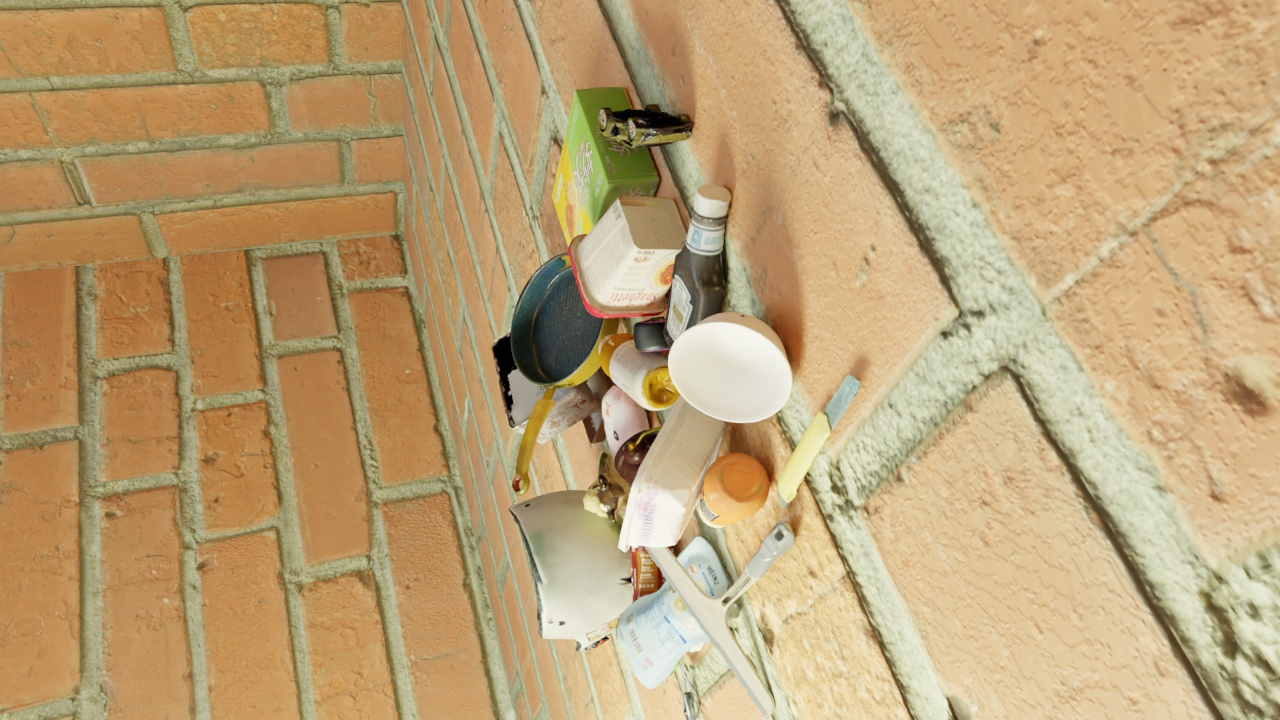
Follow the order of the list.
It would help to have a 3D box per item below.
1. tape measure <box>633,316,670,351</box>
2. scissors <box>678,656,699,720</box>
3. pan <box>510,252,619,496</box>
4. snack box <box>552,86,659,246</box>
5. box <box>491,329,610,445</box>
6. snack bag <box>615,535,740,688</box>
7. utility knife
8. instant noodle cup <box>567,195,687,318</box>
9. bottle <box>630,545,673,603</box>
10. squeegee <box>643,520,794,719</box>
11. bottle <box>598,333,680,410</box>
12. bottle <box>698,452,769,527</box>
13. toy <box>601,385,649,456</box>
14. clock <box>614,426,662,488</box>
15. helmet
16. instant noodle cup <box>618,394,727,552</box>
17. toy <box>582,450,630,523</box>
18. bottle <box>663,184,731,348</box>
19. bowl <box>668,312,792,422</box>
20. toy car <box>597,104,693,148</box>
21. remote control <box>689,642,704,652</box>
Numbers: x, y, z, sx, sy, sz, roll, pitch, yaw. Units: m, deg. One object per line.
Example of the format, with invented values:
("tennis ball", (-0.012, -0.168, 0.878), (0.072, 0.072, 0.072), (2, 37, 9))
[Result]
("tape measure", (0.020, -0.033, 1.096), (0.058, 0.057, 0.039), (-159, 63, -78))
("scissors", (0.058, 0.415, 1.220), (0.159, 0.014, 0.180), (-117, 18, -53))
("pan", (-0.128, 0.017, 1.298), (0.198, 0.078, 0.357), (-8, 72, 42))
("snack box", (-0.051, -0.223, 1.191), (0.211, 0.070, 0.157), (113, 144, -57))
("box", (-0.114, 0.031, 1.456), (0.174, 0.152, 0.182), (36, -150, -51))
("snack bag", (0.044, 0.308, 1.114), (0.191, 0.038, 0.110), (-49, 45, 30))
("utility knife", (0.154, 0.075, 0.822), (0.217, 0.022, 0.031), (98, 154, -56))
("instant noodle cup", (-0.009, -0.123, 1.070), (0.124, 0.116, 0.116), (-51, 51, 51))
("bottle", (0.017, 0.304, 1.208), (0.058, 0.057, 0.174), (146, 125, -69))
("squeegee", (0.115, 0.225, 0.972), (0.246, 0.039, 0.247), (52, 144, 22))
("bottle", (-0.007, 0.007, 1.171), (0.189, 0.068, 0.068), (-143, 47, -63))
("bottle", (0.091, 0.147, 0.977), (0.150, 0.066, 0.066), (108, 148, -66))
("toy", (-0.016, 0.112, 1.274), (0.121, 0.054, 0.159), (-143, 39, -64))
("clock", (0.014, 0.122, 1.143), (0.122, 0.082, 0.055), (94, 153, -43))
("helmet", (-0.065, 0.283, 1.309), (0.274, 0.157, 0.229), (51, -160, -63))
("instant noodle cup", (0.041, 0.122, 0.994), (0.138, 0.060, 0.173), (101, -163, -44))
("toy", (-0.041, 0.172, 1.229), (0.157, 0.066, 0.105), (-34, -74, -86))
("bottle", (0.062, -0.091, 0.972), (0.080, 0.044, 0.195), (-121, 30, -46))
("bowl", (0.092, -0.006, 0.873), (0.064, 0.118, 0.118), (-62, -14, -47))
("toy car", (0.004, -0.259, 1.021), (0.158, 0.070, 0.042), (-138, 42, -61))
("remote control", (0.072, 0.324, 1.158), (0.125, 0.024, 0.049), (106, 148, -49))
